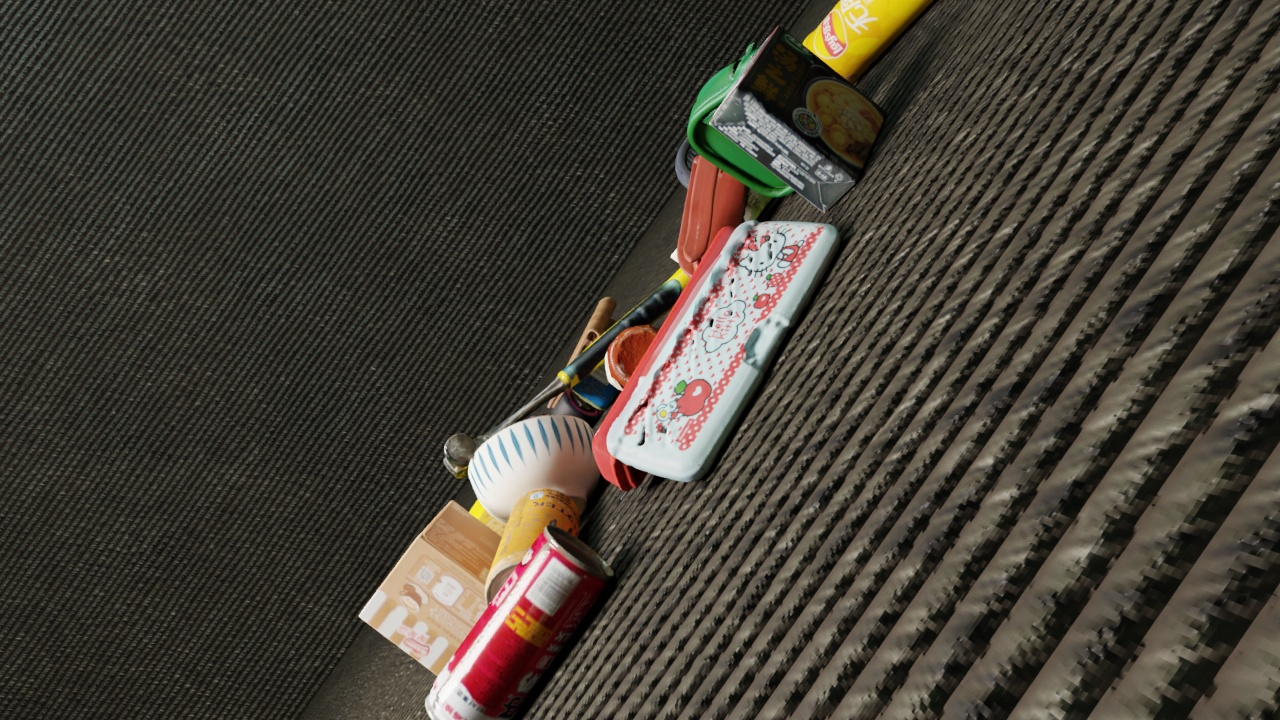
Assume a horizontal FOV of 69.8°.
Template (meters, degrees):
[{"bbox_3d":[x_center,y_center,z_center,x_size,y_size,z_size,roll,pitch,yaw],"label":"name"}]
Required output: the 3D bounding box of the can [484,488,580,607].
[{"bbox_3d":[-0.078,0.146,0.686,0.058,0.058,0.146,-53,7,9],"label":"can"}]

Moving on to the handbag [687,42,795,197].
[{"bbox_3d":[0.119,-0.223,0.851,0.120,0.131,0.067,-39,26,50],"label":"handbag"}]

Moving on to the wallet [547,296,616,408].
[{"bbox_3d":[-0.068,-0.009,1.047,0.115,0.020,0.101,-58,5,27],"label":"wallet"}]

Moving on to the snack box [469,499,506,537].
[{"bbox_3d":[-0.148,0.186,0.913,0.209,0.070,0.158,-57,8,-25],"label":"snack box"}]

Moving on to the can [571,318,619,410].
[{"bbox_3d":[-0.039,0.004,1.111,0.083,0.057,0.102,-55,6,13],"label":"can"}]

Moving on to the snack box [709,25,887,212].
[{"bbox_3d":[0.125,-0.192,0.714,0.053,0.113,0.125,-44,13,51],"label":"snack box"}]

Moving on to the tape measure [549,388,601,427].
[{"bbox_3d":[-0.079,0.059,1.103,0.039,0.057,0.057,-53,39,23],"label":"tape measure"}]

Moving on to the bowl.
[{"bbox_3d":[-0.085,0.107,0.799,0.117,0.116,0.066,-50,50,32],"label":"bowl"}]

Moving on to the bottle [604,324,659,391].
[{"bbox_3d":[-0.005,0.005,0.875,0.059,0.060,0.206,-55,1,-6],"label":"bottle"}]

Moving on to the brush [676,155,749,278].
[{"bbox_3d":[0.070,-0.144,0.908,0.069,0.063,0.145,50,-132,-58],"label":"brush"}]

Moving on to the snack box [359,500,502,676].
[{"bbox_3d":[-0.155,0.187,0.751,0.094,0.093,0.077,-52,2,16],"label":"snack box"}]

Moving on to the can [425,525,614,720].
[{"bbox_3d":[-0.076,0.171,0.571,0.133,0.053,0.053,-55,7,1],"label":"can"}]

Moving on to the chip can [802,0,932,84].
[{"bbox_3d":[0.241,-0.353,0.883,0.071,0.072,0.214,-59,9,-30],"label":"chip can"}]

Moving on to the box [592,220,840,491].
[{"bbox_3d":[0.042,-0.008,0.615,0.200,0.074,0.155,-58,12,-20],"label":"box"}]

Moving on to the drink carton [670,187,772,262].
[{"bbox_3d":[0.089,-0.146,0.981,0.122,0.053,0.045,-55,7,-9],"label":"drink carton"}]

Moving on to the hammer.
[{"bbox_3d":[-0.066,0.010,0.937,0.322,0.032,0.126,-39,-6,-18],"label":"hammer"}]

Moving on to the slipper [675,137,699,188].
[{"bbox_3d":[0.117,-0.242,1.121,0.267,0.111,0.083,-55,-11,-49],"label":"slipper"}]
